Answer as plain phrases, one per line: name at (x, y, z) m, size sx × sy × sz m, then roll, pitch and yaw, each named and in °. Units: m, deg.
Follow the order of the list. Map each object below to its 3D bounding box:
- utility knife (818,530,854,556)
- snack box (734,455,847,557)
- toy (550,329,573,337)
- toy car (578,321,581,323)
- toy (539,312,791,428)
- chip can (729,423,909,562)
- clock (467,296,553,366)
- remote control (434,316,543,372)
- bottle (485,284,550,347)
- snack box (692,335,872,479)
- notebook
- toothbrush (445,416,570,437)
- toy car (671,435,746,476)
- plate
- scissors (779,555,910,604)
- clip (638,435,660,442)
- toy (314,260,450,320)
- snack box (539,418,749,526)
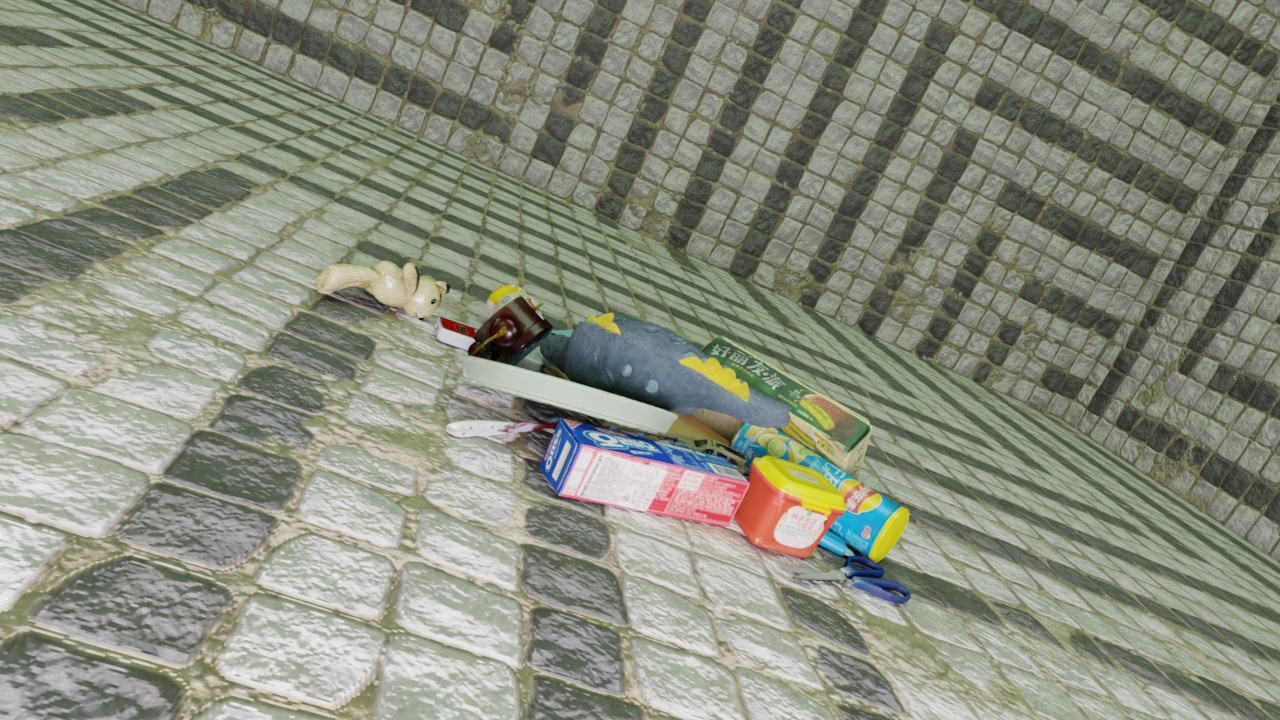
utility knife at (0.167, 0.176, 1.007) m, size 0.161 × 0.018 × 0.034 m, roll 28°, pitch 17°, yaw 5°
snack box at (0.149, 0.151, 0.932) m, size 0.091 × 0.080 × 0.082 m, roll 19°, pitch 14°, yaw -25°
toy at (-0.047, -0.002, 1.223) m, size 0.161 × 0.050 × 0.156 m, roll 23°, pitch -4°, yaw 37°
toy car at (-0.069, -0.028, 1.328) m, size 0.049 × 0.031 × 0.105 m, roll 23°, pitch 15°, yaw -13°
toy at (-0.006, 0.006, 1.033) m, size 0.357 × 0.091 × 0.138 m, roll 14°, pitch -17°, yaw 37°
chip can at (0.203, 0.146, 1.069) m, size 0.210 × 0.071 × 0.071 m, roll 33°, pitch 16°, yaw 31°
clock at (-0.153, -0.026, 1.049) m, size 0.055 × 0.082 × 0.121 m, roll 50°, pitch 32°, yaw 1°
remote control at (-0.184, -0.020, 1.116) m, size 0.136 × 0.020 × 0.056 m, roll 20°, pitch 14°, yaw -22°
bottle at (-0.158, -0.056, 1.208) m, size 0.063 × 0.063 × 0.108 m, roll 13°, pitch 18°, yaw -41°
snack box at (0.171, 0.075, 1.171) m, size 0.240 × 0.115 × 0.063 m, roll 32°, pitch 53°, yaw 28°
notebook at (-0.005, 0.060, 1.157) m, size 0.211 × 0.012 × 0.149 m, roll 14°, pitch 16°, yaw -40°
toothbrush at (-0.127, 0.064, 0.910) m, size 0.017 × 0.016 × 0.187 m, roll 24°, pitch 11°, yaw 31°
toy car at (0.079, 0.111, 1.062) m, size 0.090 × 0.035 × 0.042 m, roll 22°, pitch 13°, yaw -5°
plate at (-0.075, 0.038, 0.937) m, size 0.230 × 0.027 × 0.230 m, roll 15°, pitch -4°, yaw 1°
scissors at (0.211, 0.223, 0.919) m, size 0.126 × 0.012 × 0.173 m, roll 30°, pitch 15°, yaw 23°
clip at (-0.032, 0.094, 0.918) m, size 0.099 × 0.070 × 0.034 m, roll 10°, pitch 18°, yaw -28°
toy at (-0.305, -0.086, 1.084) m, size 0.157 × 0.066 × 0.105 m, roll 8°, pitch -21°, yaw -41°
snack box at (0.006, 0.109, 0.883) m, size 0.207 × 0.058 × 0.057 m, roll 17°, pitch 16°, yaw -34°
